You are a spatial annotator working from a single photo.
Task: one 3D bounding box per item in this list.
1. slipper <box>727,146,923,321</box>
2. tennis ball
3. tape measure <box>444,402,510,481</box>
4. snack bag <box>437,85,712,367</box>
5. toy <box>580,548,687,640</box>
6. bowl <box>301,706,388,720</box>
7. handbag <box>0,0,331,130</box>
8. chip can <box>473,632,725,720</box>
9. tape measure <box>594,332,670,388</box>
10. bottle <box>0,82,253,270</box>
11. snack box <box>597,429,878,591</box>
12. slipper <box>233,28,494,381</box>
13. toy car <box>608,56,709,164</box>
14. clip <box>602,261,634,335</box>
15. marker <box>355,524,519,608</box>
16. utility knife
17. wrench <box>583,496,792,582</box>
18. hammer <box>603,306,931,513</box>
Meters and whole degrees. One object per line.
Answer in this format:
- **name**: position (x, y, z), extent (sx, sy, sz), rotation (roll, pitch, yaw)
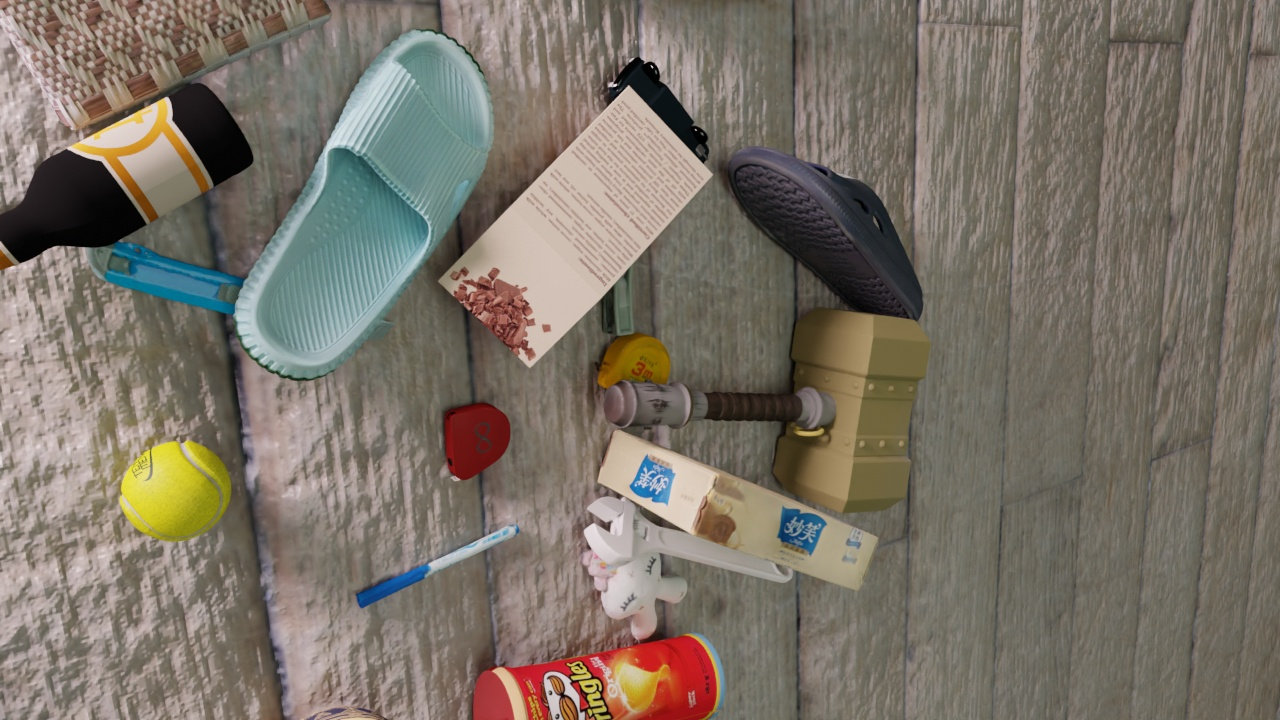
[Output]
- **slipper**: position (0.194, -0.129, 0.865), extent (0.268, 0.111, 0.083), rotation (38, 75, -35)
- **tennis ball**: position (-0.307, 0.086, 0.607), extent (0.065, 0.065, 0.065), rotation (-7, 103, -32)
- **tape measure**: position (-0.132, 0.064, 0.744), extent (0.051, 0.019, 0.059), rotation (-12, 112, -33)
- **snack bag**: position (-0.052, -0.101, 0.716), extent (0.094, 0.070, 0.206), rotation (44, 74, -12)
- **toy**: position (-0.006, 0.204, 0.841), extent (0.075, 0.037, 0.125), rotation (-52, 126, -18)
- **bowl**: position (-0.237, 0.313, 0.699), extent (0.112, 0.061, 0.112), rotation (-7, 103, -32)
- **handbag**: position (-0.298, -0.236, 0.563), extent (0.185, 0.047, 0.124), rotation (-35, 124, -23)
- **chip can**: position (-0.033, 0.299, 0.814), extent (0.213, 0.087, 0.087), rotation (0, 99, -34)
- **tape measure**: position (-0.005, 0.005, 0.807), extent (0.068, 0.030, 0.059), rotation (26, 85, -38)
- **bottle**: position (-0.332, -0.101, 0.558), extent (0.181, 0.059, 0.059), rotation (-38, 117, -21)
- **snack box**: position (0.085, 0.133, 0.816), extent (0.207, 0.153, 0.055), rotation (25, 86, -33)
- **slipper**: position (-0.181, -0.109, 0.643), extent (0.116, 0.070, 0.275), rotation (38, 74, -36)
- **toy car**: position (0.016, -0.203, 0.778), extent (0.046, 0.034, 0.112), rotation (-52, 122, -13)
- **clip**: position (-0.020, -0.059, 0.787), extent (0.023, 0.043, 0.076), rotation (-10, 104, -33)
- **marker**: position (-0.163, 0.165, 0.749), extent (0.141, 0.013, 0.013), rotation (-22, 110, -28)
- **utility knife**: position (-0.271, -0.045, 0.637), extent (0.206, 0.015, 0.031), rotation (15, 96, -35)
- **wrench**: position (0.055, 0.179, 0.870), extent (0.273, 0.066, 0.018), rotation (21, 130, -38)
- **hammer**: position (0.110, 0.042, 0.840), extent (0.324, 0.101, 0.190), rotation (3, 97, -35)
